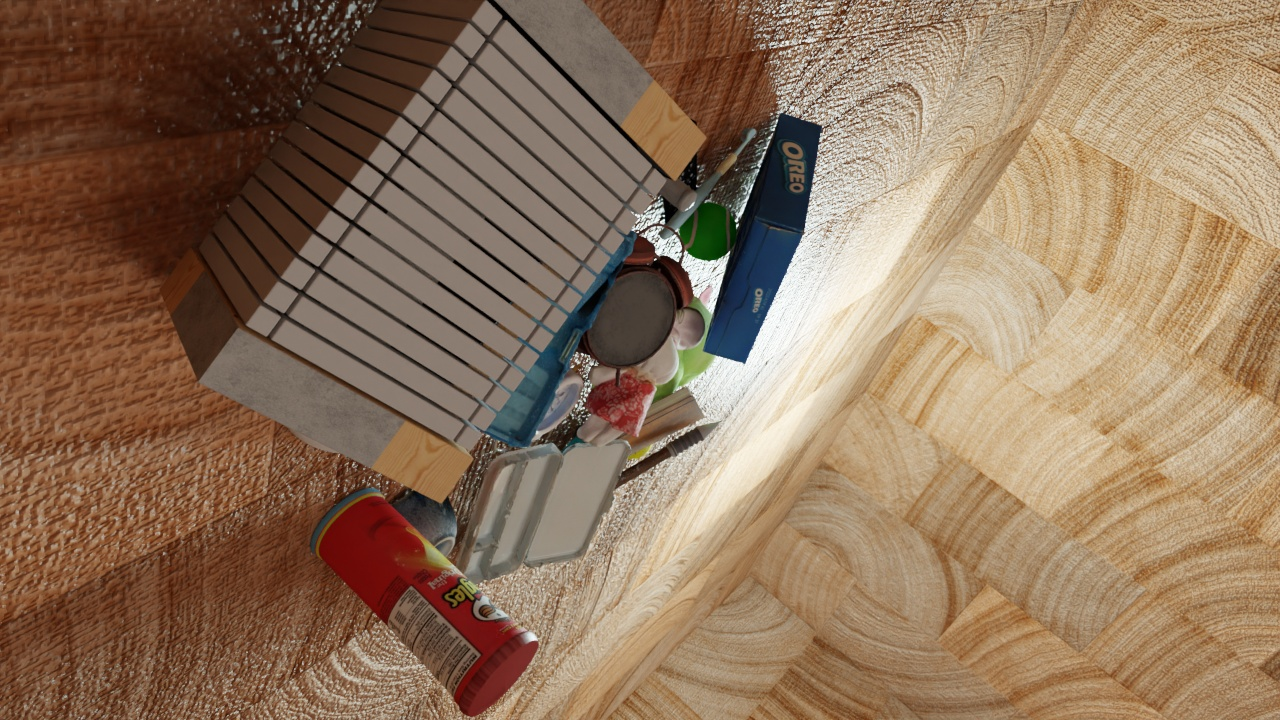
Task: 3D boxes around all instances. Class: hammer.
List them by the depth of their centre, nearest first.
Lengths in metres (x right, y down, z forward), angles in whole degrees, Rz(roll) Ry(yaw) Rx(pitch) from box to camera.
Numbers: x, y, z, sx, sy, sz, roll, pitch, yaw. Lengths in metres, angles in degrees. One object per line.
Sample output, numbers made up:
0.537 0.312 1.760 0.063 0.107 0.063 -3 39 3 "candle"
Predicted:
-0.034 0.161 1.202 0.322 0.043 0.156 -29 156 -7 "hammer"

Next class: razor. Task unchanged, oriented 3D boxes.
0.000 -0.163 0.758 0.047 0.116 0.088 -39 157 -21 "razor"

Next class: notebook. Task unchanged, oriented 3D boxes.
-0.042 0.107 1.131 0.249 0.014 0.178 -27 164 3 "notebook"

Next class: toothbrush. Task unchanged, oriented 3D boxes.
0.070 -0.186 0.964 0.155 0.016 0.022 -51 -164 -9 "toothbrush"

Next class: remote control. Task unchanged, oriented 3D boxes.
0.037 -0.188 0.941 0.047 0.022 0.150 -47 162 -16 "remote control"

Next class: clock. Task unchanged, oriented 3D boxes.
-0.017 -0.064 0.888 0.120 0.072 0.158 31 94 -40 "clock"
-0.114 0.046 0.967 0.125 0.052 0.088 -52 162 9 "clock"

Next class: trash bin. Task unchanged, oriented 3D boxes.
-0.116 -0.081 0.507 0.142 0.142 0.247 37 88 -39 "trash bin"

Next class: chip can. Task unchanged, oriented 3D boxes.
-0.196 0.213 0.825 0.086 0.213 0.087 -44 159 -22 "chip can"

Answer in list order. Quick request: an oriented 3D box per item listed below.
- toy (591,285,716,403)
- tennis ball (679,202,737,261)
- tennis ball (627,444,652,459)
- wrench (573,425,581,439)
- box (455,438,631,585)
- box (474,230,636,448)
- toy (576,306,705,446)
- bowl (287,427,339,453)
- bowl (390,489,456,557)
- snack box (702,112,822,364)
0.034 -0.008 1.133 0.196 0.107 0.150 -23 148 -36 "toy"
0.076 -0.145 1.033 0.065 0.065 0.065 -44 159 -22 "tennis ball"
-0.014 0.103 1.259 0.065 0.065 0.065 -44 159 -22 "tennis ball"
-0.077 0.150 1.275 0.073 0.018 0.274 -39 158 -28 "wrench"
-0.116 0.175 1.071 0.191 0.045 0.210 -7 133 -35 "box"
-0.094 -0.016 0.782 0.232 0.094 0.111 -60 -168 20 "box"
-0.006 0.006 0.996 0.159 0.084 0.194 29 82 -40 "toy"
-0.187 0.009 0.713 0.176 0.066 0.177 -44 159 -22 "bowl"
-0.227 0.183 0.942 0.110 0.055 0.110 -43 159 -21 "bowl"
0.141 -0.142 1.056 0.238 0.056 0.196 -72 180 -47 "snack box"
